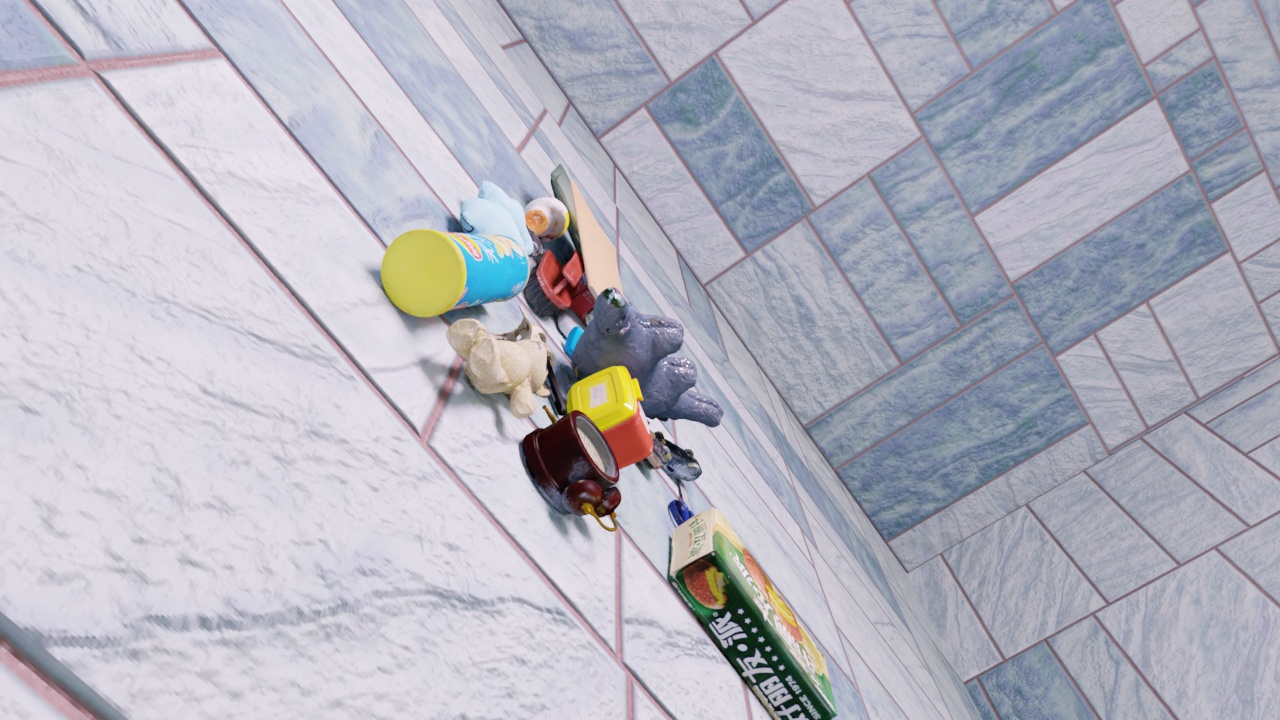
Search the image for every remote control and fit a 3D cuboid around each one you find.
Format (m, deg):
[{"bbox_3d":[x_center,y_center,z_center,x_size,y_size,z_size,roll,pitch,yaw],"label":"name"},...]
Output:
[{"bbox_3d":[-0.063,-0.010,1.191,0.136,0.020,0.055,51,12,-24],"label":"remote control"}]

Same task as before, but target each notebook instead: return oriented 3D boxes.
[{"bbox_3d":[-0.053,-0.126,1.240,0.149,0.012,0.211,58,15,-48],"label":"notebook"}]

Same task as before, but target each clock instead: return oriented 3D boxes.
[{"bbox_3d":[-0.055,0.099,0.810,0.122,0.055,0.082,62,12,21],"label":"clock"}]

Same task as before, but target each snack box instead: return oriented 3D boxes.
[{"bbox_3d":[-0.036,-0.056,1.349,0.207,0.057,0.058,47,17,-42],"label":"snack box"},{"bbox_3d":[0.123,0.287,1.010,0.240,0.063,0.114,55,12,-10],"label":"snack box"},{"bbox_3d":[-0.028,0.064,0.976,0.091,0.082,0.080,-106,169,-55],"label":"snack box"}]

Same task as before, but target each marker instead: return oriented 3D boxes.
[{"bbox_3d":[-0.102,0.009,0.977,0.015,0.018,0.123,-2,49,-29],"label":"marker"}]

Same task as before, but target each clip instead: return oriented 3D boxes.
[{"bbox_3d":[-0.119,-0.019,0.926,0.034,0.070,0.100,62,6,24],"label":"clip"}]

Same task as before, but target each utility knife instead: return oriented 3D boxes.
[{"bbox_3d":[-0.043,0.022,1.158,0.018,0.034,0.161,4,-39,48],"label":"utility knife"}]

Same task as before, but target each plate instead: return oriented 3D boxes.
[{"bbox_3d":[-0.091,-0.195,1.434,0.230,0.027,0.230,156,-89,-85],"label":"plate"}]

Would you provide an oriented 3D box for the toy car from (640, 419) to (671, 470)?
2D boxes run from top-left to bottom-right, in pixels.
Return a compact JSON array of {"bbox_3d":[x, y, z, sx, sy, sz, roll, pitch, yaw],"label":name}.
[{"bbox_3d":[0.010,0.104,1.134,0.042,0.035,0.090,55,5,-15],"label":"toy car"}]

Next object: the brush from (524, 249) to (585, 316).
[{"bbox_3d":[-0.103,-0.102,1.151,0.063,0.069,0.145,52,11,-14],"label":"brush"}]

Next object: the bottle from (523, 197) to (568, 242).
[{"bbox_3d":[-0.138,-0.199,1.300,0.063,0.063,0.108,55,10,-7],"label":"bottle"}]

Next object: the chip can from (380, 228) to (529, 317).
[{"bbox_3d":[-0.160,-0.082,0.839,0.071,0.071,0.210,56,11,-1],"label":"chip can"}]

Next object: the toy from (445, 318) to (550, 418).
[{"bbox_3d":[-0.121,-0.001,0.788,0.105,0.066,0.157,41,-1,14],"label":"toy"}]

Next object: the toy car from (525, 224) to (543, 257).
[{"bbox_3d":[-0.166,-0.171,1.181,0.105,0.031,0.048,45,18,-29],"label":"toy car"}]

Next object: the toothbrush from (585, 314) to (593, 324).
[{"bbox_3d":[-0.040,-0.015,1.251,0.017,0.016,0.187,38,-10,33],"label":"toothbrush"}]

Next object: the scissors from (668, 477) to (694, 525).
[{"bbox_3d":[0.064,0.194,1.171,0.126,0.012,0.173,57,9,14],"label":"scissors"}]

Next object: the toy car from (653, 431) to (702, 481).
[{"bbox_3d":[0.042,0.128,1.209,0.090,0.034,0.043,34,21,-28],"label":"toy car"}]

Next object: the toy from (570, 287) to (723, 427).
[{"bbox_3d":[-0.006,0.006,1.074,0.356,0.138,0.091,52,39,-58],"label":"toy"}]

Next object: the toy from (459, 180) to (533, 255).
[{"bbox_3d":[-0.165,-0.150,1.069,0.161,0.050,0.156,42,26,-56],"label":"toy"}]
